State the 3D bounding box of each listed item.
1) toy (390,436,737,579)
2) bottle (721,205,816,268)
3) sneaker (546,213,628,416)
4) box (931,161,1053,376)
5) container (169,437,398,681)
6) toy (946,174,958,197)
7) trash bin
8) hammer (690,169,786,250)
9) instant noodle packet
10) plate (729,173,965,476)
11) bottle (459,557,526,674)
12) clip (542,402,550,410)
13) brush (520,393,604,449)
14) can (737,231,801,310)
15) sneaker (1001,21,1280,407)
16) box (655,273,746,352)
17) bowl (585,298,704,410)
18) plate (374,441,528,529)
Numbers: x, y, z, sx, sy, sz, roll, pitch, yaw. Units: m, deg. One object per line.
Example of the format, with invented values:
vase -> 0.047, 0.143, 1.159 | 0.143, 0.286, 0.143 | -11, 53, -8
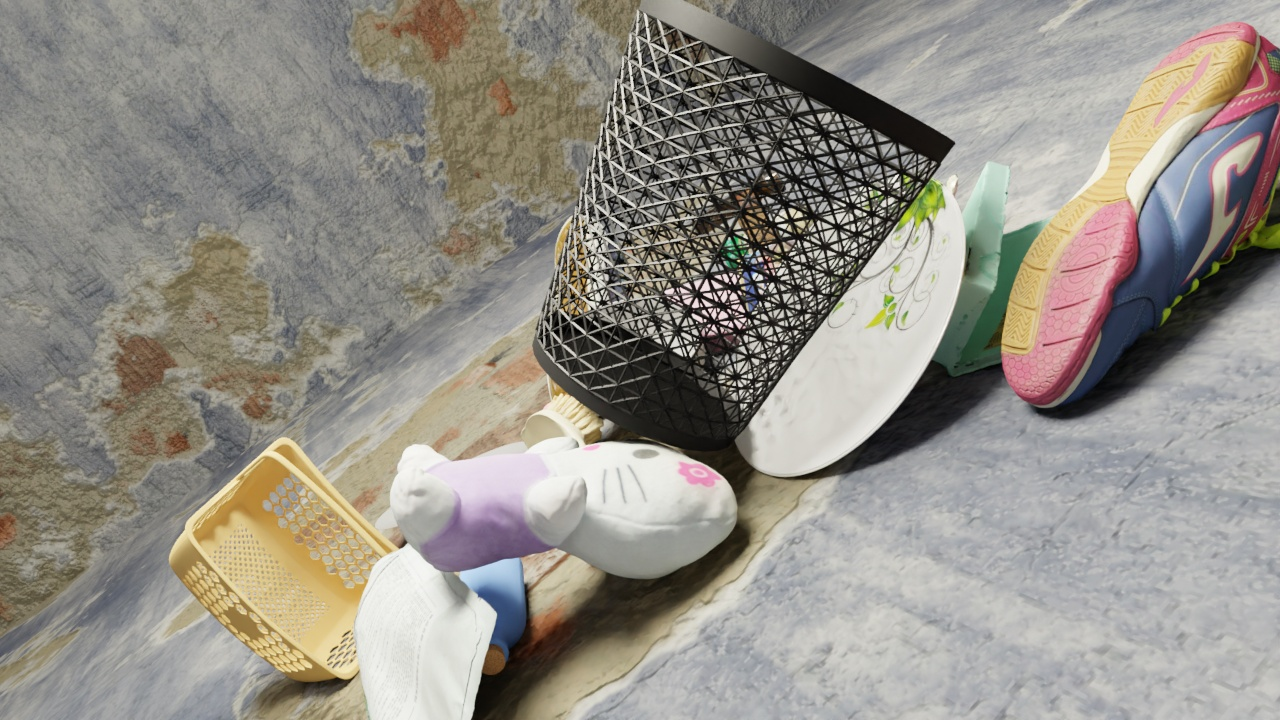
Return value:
toy -> -0.050, 0.094, 0.583 | 0.209, 0.085, 0.138 | 3, 2, -12
bottle -> 0.145, -0.138, 1.031 | 0.110, 0.042, 0.042 | -25, 19, 28
sneaker -> -0.044, -0.042, 0.972 | 0.088, 0.079, 0.235 | -24, 58, 46
box -> 0.251, -0.057, 0.626 | 0.188, 0.079, 0.078 | -56, -15, -50
container -> -0.282, 0.170, 0.775 | 0.167, 0.183, 0.128 | -32, 15, 37
toy -> 0.230, -0.116, 0.788 | 0.112, 0.050, 0.087 | -45, 13, -10
trash bin -> 0.049, -0.084, 0.621 | 0.216, 0.217, 0.244 | -88, 23, -70
hammer -> 0.114, -0.141, 0.969 | 0.120, 0.033, 0.329 | -32, 15, 11
instant noodle packet -> -0.147, 0.200, 0.610 | 0.269, 0.057, 0.147 | 8, 81, 67
plate -> 0.144, -0.021, 0.638 | 0.230, 0.030, 0.228 | -48, 26, 33
bottle -> -0.104, 0.175, 0.641 | 0.048, 0.048, 0.131 | -35, 16, 1
clip -> -0.095, 0.068, 0.926 | 0.022, 0.035, 0.058 | 0, -48, -46
brush -> -0.053, 0.095, 0.771 | 0.077, 0.062, 0.272 | -40, 20, 1
can -> 0.122, -0.053, 0.760 | 0.059, 0.054, 0.099 | -24, 56, 30
sneaker -> 0.293, -0.067, 0.502 | 0.241, 0.091, 0.116 | -57, 13, -4
box -> 0.095, -0.071, 0.931 | 0.179, 0.055, 0.233 | -44, 18, -32
bowl -> -0.005, 0.005, 0.850 | 0.132, 0.064, 0.131 | -7, 38, 5
plate -> -0.186, 0.133, 0.935 | 0.173, 0.019, 0.172 | -25, 9, 4
